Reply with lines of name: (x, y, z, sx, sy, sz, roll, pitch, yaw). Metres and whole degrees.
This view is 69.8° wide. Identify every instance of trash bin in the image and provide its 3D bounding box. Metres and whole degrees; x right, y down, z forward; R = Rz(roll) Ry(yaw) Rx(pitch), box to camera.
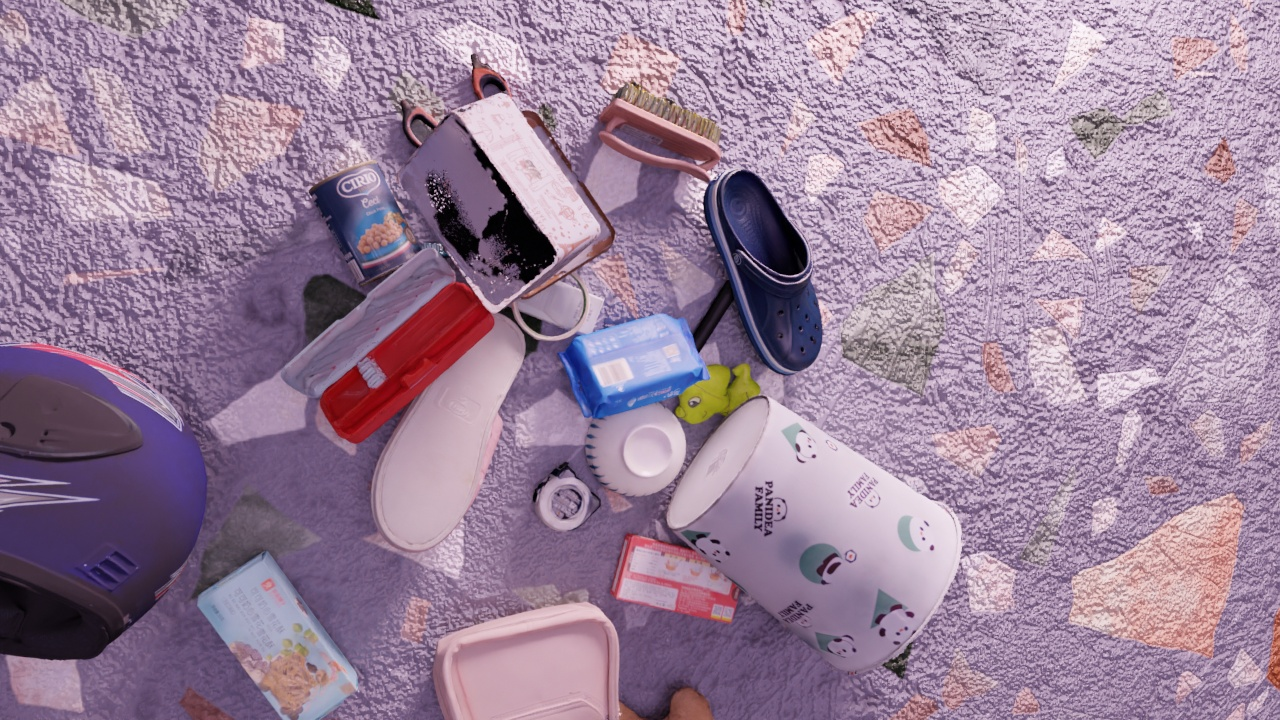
trash bin: (0.183, 0.183, 1.029, 0.252, 0.230, 0.229, 37, 81, -9)

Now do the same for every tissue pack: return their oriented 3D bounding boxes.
tissue pack: (-0.006, 0.006, 1.033, 0.157, 0.052, 0.095, -17, 60, -15)

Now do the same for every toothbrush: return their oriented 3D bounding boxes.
toothbrush: (-0.151, -0.123, 1.020, 0.191, 0.016, 0.018, -4, 82, -17)

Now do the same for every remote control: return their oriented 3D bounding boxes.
remote control: (-0.106, -0.070, 1.031, 0.125, 0.024, 0.049, 22, 85, -17)

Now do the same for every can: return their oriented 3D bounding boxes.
can: (-0.281, -0.140, 0.948, 0.075, 0.075, 0.111, -28, 100, -15)

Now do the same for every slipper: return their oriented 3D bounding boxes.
slipper: (-0.205, 0.072, 0.986, 0.114, 0.055, 0.274, 26, 72, -19)
slipper: (0.159, -0.108, 1.063, 0.104, 0.095, 0.253, -30, 102, -28)

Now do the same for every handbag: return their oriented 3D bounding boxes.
handbag: (-0.110, 0.389, 0.980, 0.193, 0.093, 0.234, -10, 81, -17)

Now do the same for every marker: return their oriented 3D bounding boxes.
marker: (0.077, -0.038, 1.089, 0.132, 0.020, 0.022, -57, 144, -8)

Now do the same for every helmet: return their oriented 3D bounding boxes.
helmet: (-0.541, 0.102, 0.787, 0.315, 0.248, 0.239, 23, 45, -21)

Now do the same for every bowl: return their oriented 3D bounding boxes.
bowl: (0.001, 0.100, 1.045, 0.116, 0.066, 0.116, 0, 91, -17)

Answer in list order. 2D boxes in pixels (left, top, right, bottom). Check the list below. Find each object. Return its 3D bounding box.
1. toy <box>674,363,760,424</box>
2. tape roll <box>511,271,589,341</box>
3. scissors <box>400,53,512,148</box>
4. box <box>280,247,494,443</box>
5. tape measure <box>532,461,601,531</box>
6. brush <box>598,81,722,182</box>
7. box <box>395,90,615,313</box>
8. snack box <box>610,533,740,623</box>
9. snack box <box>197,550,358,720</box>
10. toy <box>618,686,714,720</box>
toy: (0.090, 0.038, 1.088, 0.100, 0.031, 0.097, 30, 93, -23)
tape roll: (-0.098, -0.064, 1.012, 0.085, 0.014, 0.086, 0, 91, -16)
scissors: (-0.161, -0.232, 1.014, 0.188, 0.015, 0.225, -9, 93, -17)
box: (-0.260, -0.021, 0.936, 0.201, 0.095, 0.101, -42, 144, -6)
tape measure: (-0.088, 0.159, 1.037, 0.066, 0.034, 0.066, -42, 100, -14)
brush: (0.026, -0.256, 1.047, 0.145, 0.063, 0.073, 20, 81, -18)
box: (-0.118, -0.169, 0.954, 0.182, 0.155, 0.184, 55, 45, -4)
snack box: (0.046, 0.258, 1.083, 0.152, 0.025, 0.075, 16, 85, -17)
snack box: (-0.370, 0.288, 0.943, 0.074, 0.052, 0.175, -34, 101, -13)
toy: (-0.014, 0.458, 1.047, 0.225, 0.083, 0.143, -5, 78, -14)
